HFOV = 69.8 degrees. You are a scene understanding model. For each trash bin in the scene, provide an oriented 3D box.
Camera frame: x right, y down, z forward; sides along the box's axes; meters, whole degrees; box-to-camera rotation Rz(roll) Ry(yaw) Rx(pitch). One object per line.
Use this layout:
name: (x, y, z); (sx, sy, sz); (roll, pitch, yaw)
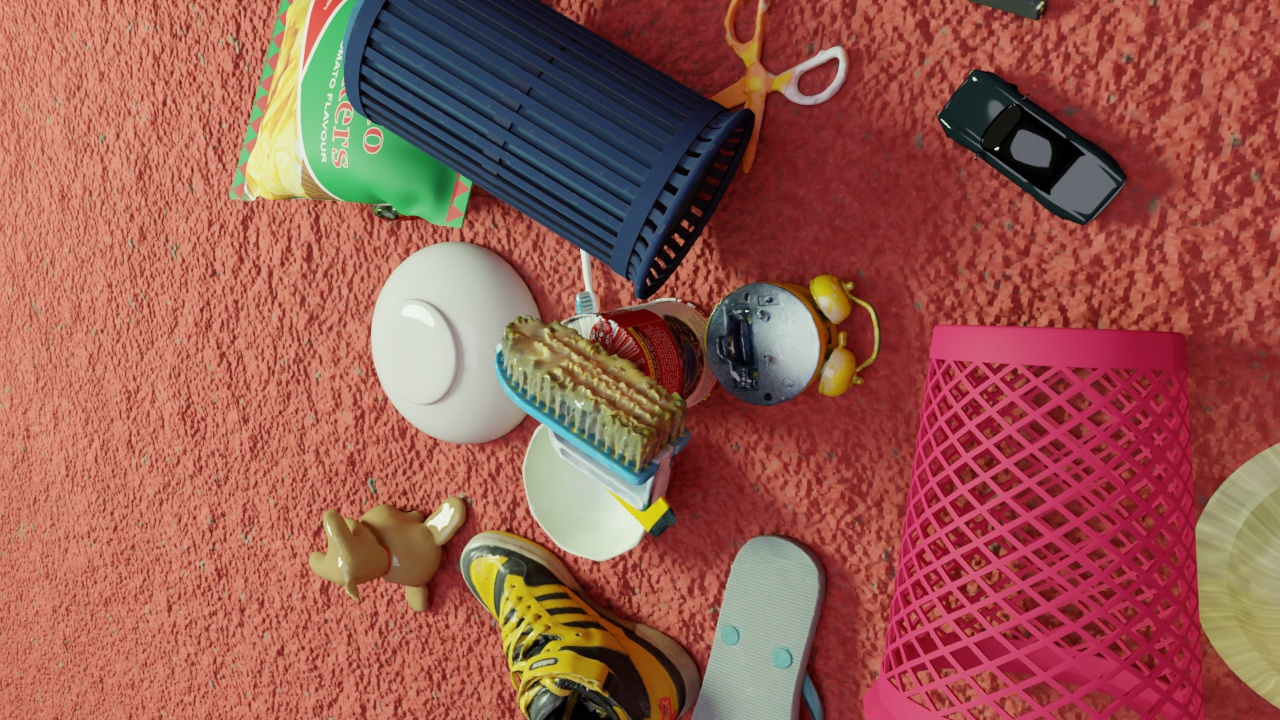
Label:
trash bin: (-0.066, -0.164, 0.612); (0.249, 0.139, 0.139); (32, 114, 7)

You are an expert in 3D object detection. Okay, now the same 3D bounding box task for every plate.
plate: (0.397, 0.126, 0.484); (0.185, 0.036, 0.184); (6, 101, 30)

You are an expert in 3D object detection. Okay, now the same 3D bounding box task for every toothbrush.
toothbrush: (-0.046, -0.141, 0.703); (0.027, 0.026, 0.222); (7, 103, 53)

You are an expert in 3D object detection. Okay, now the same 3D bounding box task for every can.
can: (-0.004, 0.004, 0.651); (0.087, 0.116, 0.087); (6, 101, 29)

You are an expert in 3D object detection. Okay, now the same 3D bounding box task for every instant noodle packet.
instant noodle packet: (-0.223, -0.214, 0.746); (0.253, 0.090, 0.195); (11, 85, 26)

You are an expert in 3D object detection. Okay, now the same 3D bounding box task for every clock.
clock: (0.102, -0.014, 0.620); (0.119, 0.057, 0.083); (-3, 96, 31)

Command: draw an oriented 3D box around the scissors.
scissors: (0.086, -0.190, 0.626); (0.128, 0.011, 0.125); (15, 111, 28)

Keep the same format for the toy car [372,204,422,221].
toy car: (-0.187, -0.140, 0.776); (0.091, 0.036, 0.042); (-8, 65, 33)

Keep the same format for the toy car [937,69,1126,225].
toy car: (0.228, -0.126, 0.540); (0.112, 0.034, 0.046); (44, 117, 17)

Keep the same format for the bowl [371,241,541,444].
bowl: (-0.169, -0.011, 0.774); (0.177, 0.066, 0.177); (6, 101, 30)

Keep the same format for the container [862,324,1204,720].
container: (0.224, 0.095, 0.511); (0.183, 0.182, 0.226); (4, 93, 30)

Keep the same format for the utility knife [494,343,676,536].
utility knife: (-0.045, 0.055, 0.670); (0.191, 0.017, 0.030); (43, 112, 14)

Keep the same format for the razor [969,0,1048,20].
razor: (0.177, -0.236, 0.561); (0.144, 0.022, 0.042); (31, 73, 18)

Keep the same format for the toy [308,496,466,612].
toy: (-0.233, 0.172, 0.827); (0.106, 0.108, 0.134); (43, 118, 36)

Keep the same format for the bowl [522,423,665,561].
bowl: (-0.027, 0.090, 0.712); (0.118, 0.061, 0.117); (6, 102, 30)

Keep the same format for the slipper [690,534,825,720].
slipper: (0.088, 0.262, 0.690); (0.098, 0.054, 0.269); (7, 91, 32)

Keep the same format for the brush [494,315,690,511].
brush: (-0.038, 0.031, 0.577); (0.136, 0.055, 0.075); (32, 135, 22)

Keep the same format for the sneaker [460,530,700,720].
sneaker: (-0.078, 0.227, 0.732); (0.239, 0.121, 0.086); (26, 109, 23)
